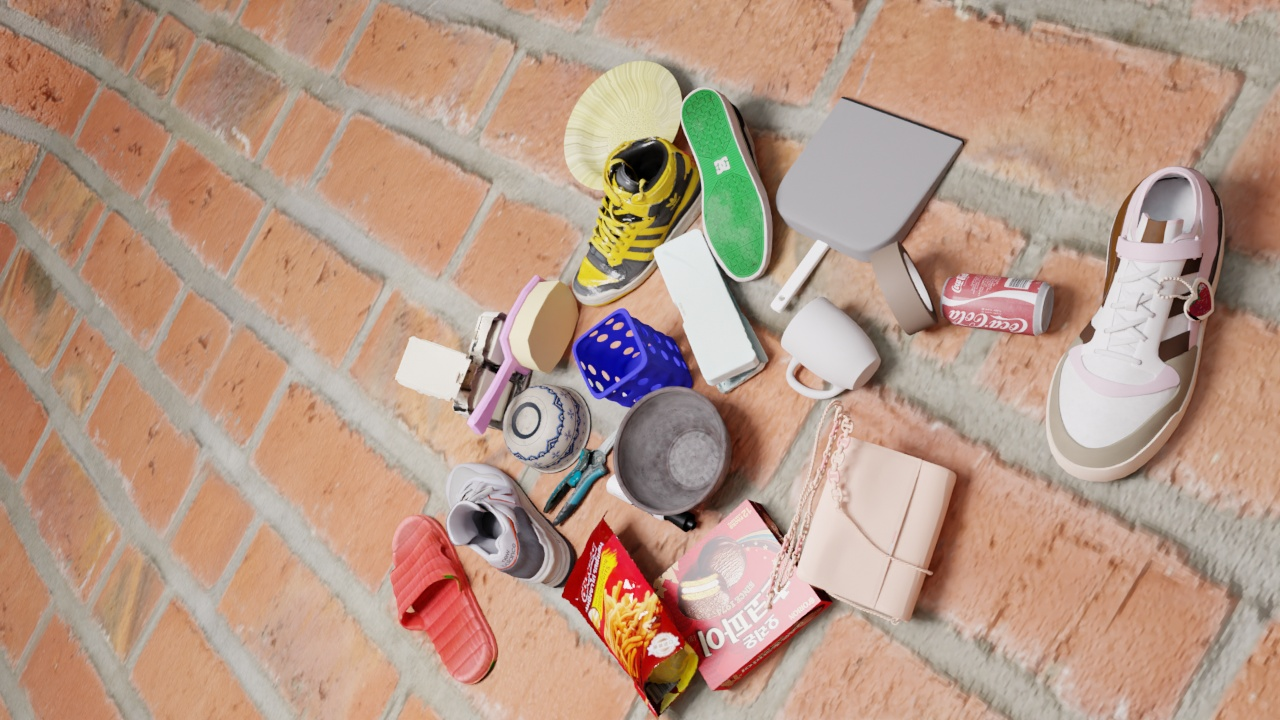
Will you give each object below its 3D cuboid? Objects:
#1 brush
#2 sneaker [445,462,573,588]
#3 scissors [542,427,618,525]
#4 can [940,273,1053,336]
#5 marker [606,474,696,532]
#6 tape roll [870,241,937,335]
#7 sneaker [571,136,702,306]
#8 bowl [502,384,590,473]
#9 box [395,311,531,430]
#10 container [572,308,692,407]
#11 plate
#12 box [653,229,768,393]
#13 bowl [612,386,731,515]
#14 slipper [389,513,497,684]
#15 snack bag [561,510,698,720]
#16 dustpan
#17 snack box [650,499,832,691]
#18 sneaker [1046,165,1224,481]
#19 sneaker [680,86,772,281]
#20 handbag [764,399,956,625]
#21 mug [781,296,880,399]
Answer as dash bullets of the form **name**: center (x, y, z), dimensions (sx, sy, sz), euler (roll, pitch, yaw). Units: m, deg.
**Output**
- **brush**: center (-0.147, -0.004, 1.153), dimensions (0.043, 0.089, 0.228), euler (7, 55, 28)
- **sneaker**: center (-0.194, 0.192, 1.138), dimensions (0.240, 0.124, 0.089), euler (32, 93, 35)
- **scissors**: center (-0.075, 0.139, 1.144), dimensions (0.135, 0.019, 0.130), euler (-9, 70, 28)
- **can**: center (0.351, -0.056, 0.907), dimensions (0.097, 0.054, 0.054), euler (11, 82, 35)
- **marker**: center (0.013, 0.167, 1.074), dimensions (0.126, 0.025, 0.025), euler (22, 88, 35)
- **tape roll**: center (0.270, -0.074, 0.940), dimensions (0.030, 0.093, 0.093), euler (-26, 63, 24)
- **sneaker**: center (-0.021, -0.174, 1.141), dimensions (0.239, 0.122, 0.086), euler (-47, 55, 11)
- **bowl**: center (-0.127, 0.082, 1.169), dimensions (0.116, 0.059, 0.115), euler (-10, 70, 30)
- **box**: center (-0.224, -0.001, 1.181), dimensions (0.081, 0.181, 0.143), euler (6, 72, 35)
- **container**: center (-0.006, 0.006, 1.081), dimensions (0.085, 0.113, 0.085), euler (-35, 60, 19)
- **plate**: center (-0.017, -0.308, 1.231), dimensions (0.185, 0.036, 0.184), euler (-10, 70, 30)
- **box**: center (0.079, -0.063, 1.085), dimensions (0.086, 0.072, 0.198), euler (-46, 53, 36)
- **bowl**: center (0.046, 0.107, 1.045), dimensions (0.145, 0.067, 0.144), euler (-10, 70, 30)
- **slipper**: center (-0.272, 0.308, 1.195), dimensions (0.104, 0.059, 0.248), euler (-44, 58, 13)
- **snack bag**: center (-0.016, 0.281, 1.023), dimensions (0.208, 0.066, 0.139), euler (49, 130, 46)
- **dustpan**: center (0.224, -0.166, 1.040), dimensions (0.163, 0.033, 0.257), euler (34, 86, 35)
- **snack box**: center (0.104, 0.251, 0.984), dimensions (0.152, 0.035, 0.132), euler (-44, 57, 14)
- **sneaker**: center (0.438, -0.037, 0.807), dimensions (0.112, 0.116, 0.293), euler (22, 88, 35)
- **sneaker**: center (0.116, -0.209, 1.103), dimensions (0.084, 0.079, 0.235), euler (-17, 84, 31)
- **handbag**: center (0.211, 0.159, 0.848), dimensions (0.117, 0.187, 0.198), euler (18, 79, 24)
- **mug**: center (0.201, 0.001, 0.987), dimensions (0.089, 0.071, 0.107), euler (44, 128, 25)
